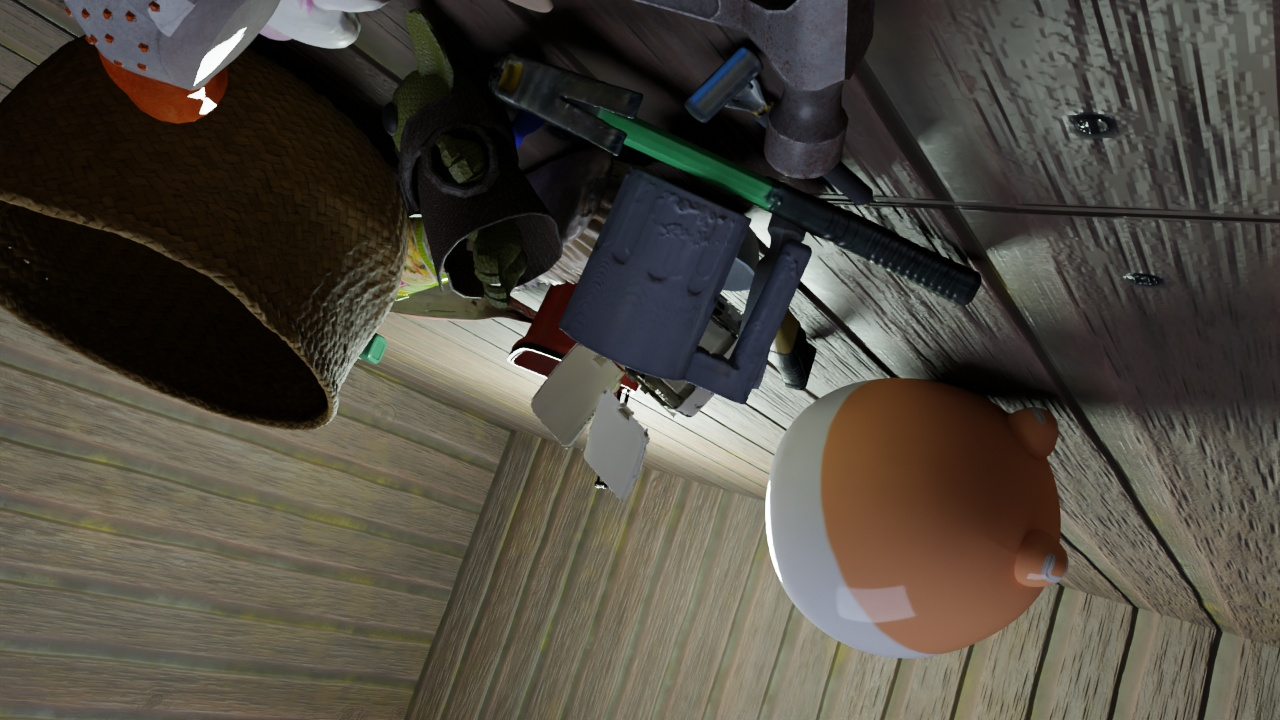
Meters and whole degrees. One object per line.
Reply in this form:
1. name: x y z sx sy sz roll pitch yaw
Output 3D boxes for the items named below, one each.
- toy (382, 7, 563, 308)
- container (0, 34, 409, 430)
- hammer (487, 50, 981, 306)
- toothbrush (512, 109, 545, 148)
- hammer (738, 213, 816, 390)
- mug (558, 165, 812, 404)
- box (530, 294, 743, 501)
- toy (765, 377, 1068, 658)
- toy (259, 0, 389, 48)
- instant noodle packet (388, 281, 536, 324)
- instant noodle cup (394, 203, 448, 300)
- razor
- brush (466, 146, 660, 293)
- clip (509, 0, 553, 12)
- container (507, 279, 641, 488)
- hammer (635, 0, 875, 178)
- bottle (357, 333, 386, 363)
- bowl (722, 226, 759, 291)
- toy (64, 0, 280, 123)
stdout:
1. toy: -0.106 -0.108 0.558 0.078 0.152 0.179 -23 163 -8
2. container: -0.343 -0.102 0.708 0.307 0.196 0.308 13 150 8
3. hammer: 0.071 -0.096 0.527 0.318 0.032 0.130 19 -169 -24
4. toothbrush: -0.085 -0.155 0.625 0.016 0.018 0.183 23 166 -20
5. hammer: 0.117 -0.017 0.744 0.025 0.118 0.333 16 174 15
6. mug: 0.028 -0.044 0.546 0.124 0.104 0.083 23 -169 -2
7. box: -0.005 0.005 0.745 0.143 0.184 0.050 45 -171 35
8. toy: 0.263 0.144 0.867 0.265 0.262 0.282 23 152 -31
9. toy: -0.191 -0.202 0.506 0.079 0.038 0.123 12 176 -38
10. instant noodle packet: -0.197 -0.065 1.043 0.220 0.084 0.164 15 -178 -18
11. instant noodle cup: -0.208 -0.110 0.873 0.108 0.098 0.099 -1 158 43
12. razor: 0.082 -0.119 0.490 0.043 0.022 0.144 -38 140 28
13. brush: -0.075 -0.100 0.689 0.056 0.083 0.272 26 167 -27
14. clip: -0.060 -0.172 0.414 0.061 0.041 0.024 8 164 27
15. container: -0.062 0.008 0.890 0.127 0.200 0.148 21 170 -12
16. hammer: -0.062 -0.177 0.352 0.314 0.034 0.138 23 146 18
17. bottle: -0.643 -0.042 2.053 0.131 0.061 0.061 17 167 12
18. bowl: 0.039 -0.089 0.659 0.106 0.039 0.106 19 169 3
19. toy: -0.207 -0.196 0.354 0.164 0.092 0.172 -31 103 38
